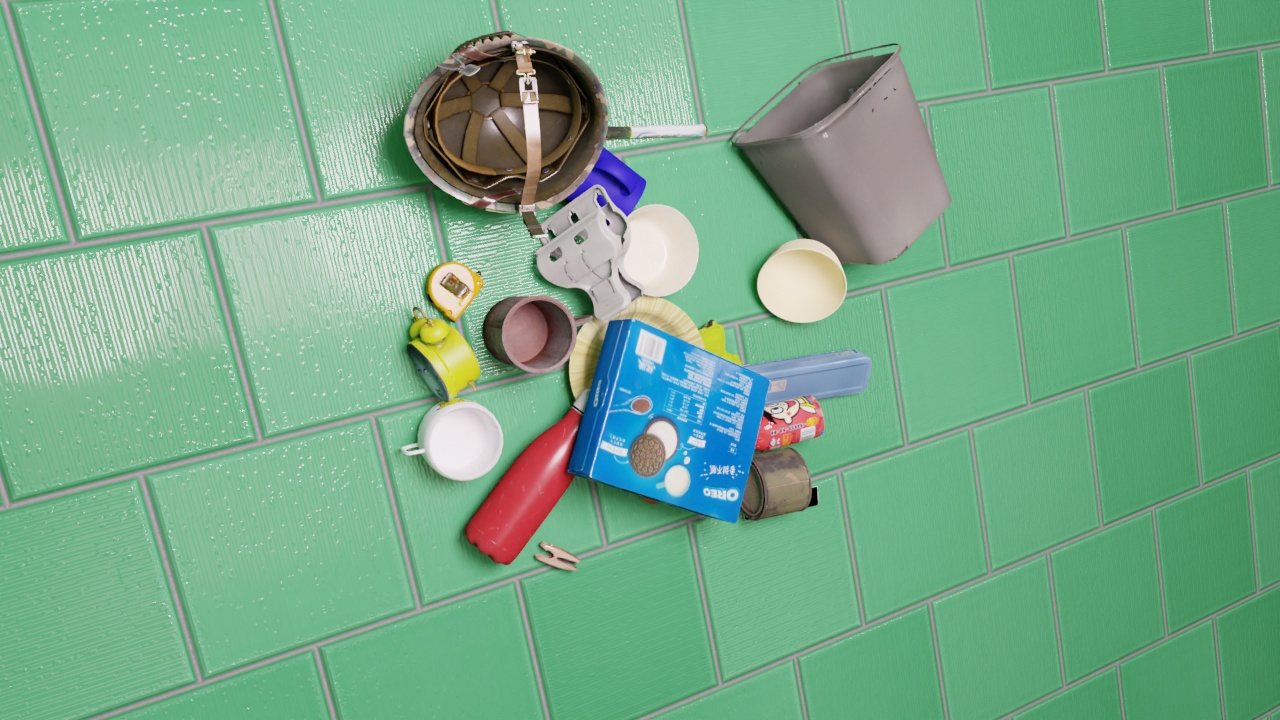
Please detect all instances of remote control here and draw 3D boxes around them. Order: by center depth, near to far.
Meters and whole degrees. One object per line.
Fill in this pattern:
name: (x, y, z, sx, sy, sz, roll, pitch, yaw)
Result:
remote control: (0.203, 0.204, 1.310, 0.124, 0.012, 0.028, -7, 97, -22)

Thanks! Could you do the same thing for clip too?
clip: (-0.062, -0.118, 1.101, 0.089, 0.126, 0.150, -26, 90, -47)
clip: (-0.106, 0.249, 1.179, 0.061, 0.026, 0.049, -10, 94, -14)

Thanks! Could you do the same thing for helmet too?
helmet: (-0.144, -0.257, 1.006, 0.223, 0.236, 0.193, -18, 125, -31)

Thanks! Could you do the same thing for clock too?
clock: (-0.236, -0.009, 1.070, 0.057, 0.083, 0.119, -35, 110, -22)

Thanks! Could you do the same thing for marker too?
marker: (0.020, -0.297, 1.190, 0.146, 0.017, 0.017, -8, 97, -22)

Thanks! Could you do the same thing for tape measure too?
tape measure: (-0.225, -0.089, 1.097, 0.059, 0.030, 0.068, 41, 78, -22)

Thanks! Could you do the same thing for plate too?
plate: (-0.007, 0.007, 1.190, 0.184, 0.036, 0.184, -2, 97, -19)

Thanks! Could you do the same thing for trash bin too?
trash bin: (0.278, -0.260, 1.215, 0.197, 0.197, 0.220, -44, 115, -16)

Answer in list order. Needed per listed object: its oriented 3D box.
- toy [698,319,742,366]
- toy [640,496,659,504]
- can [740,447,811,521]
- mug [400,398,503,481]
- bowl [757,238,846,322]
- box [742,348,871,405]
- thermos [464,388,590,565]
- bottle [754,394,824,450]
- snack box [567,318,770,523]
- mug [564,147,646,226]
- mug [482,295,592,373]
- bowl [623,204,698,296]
toy: (0.097, -0.003, 1.237, 0.093, 0.036, 0.094, 24, 91, -28)
toy: (0.043, 0.156, 1.228, 0.103, 0.070, 0.090, 29, 96, -45)
can: (0.178, 0.169, 1.254, 0.074, 0.090, 0.090, -8, 97, -22)
mug: (-0.225, 0.096, 1.090, 0.115, 0.068, 0.094, -12, 99, -22)
bowl: (0.222, -0.121, 1.253, 0.118, 0.118, 0.073, 44, 35, -20)
box: (0.228, 0.025, 1.304, 0.209, 0.052, 0.067, -8, 119, -20)
thermos: (-0.118, 0.136, 1.124, 0.073, 0.073, 0.239, 38, 86, -21)
bottle: (0.177, 0.091, 1.252, 0.137, 0.062, 0.062, -13, 99, -13)
snack box: (0.043, 0.079, 1.136, 0.238, 0.056, 0.195, 23, 76, -33)
mug: (-0.043, -0.216, 1.118, 0.083, 0.111, 0.079, 35, 76, -21)
mug: (-0.121, -0.038, 1.104, 0.122, 0.110, 0.096, -14, 104, -22)
bowl: (0.010, -0.139, 1.173, 0.115, 0.062, 0.115, -2, 95, -23)
